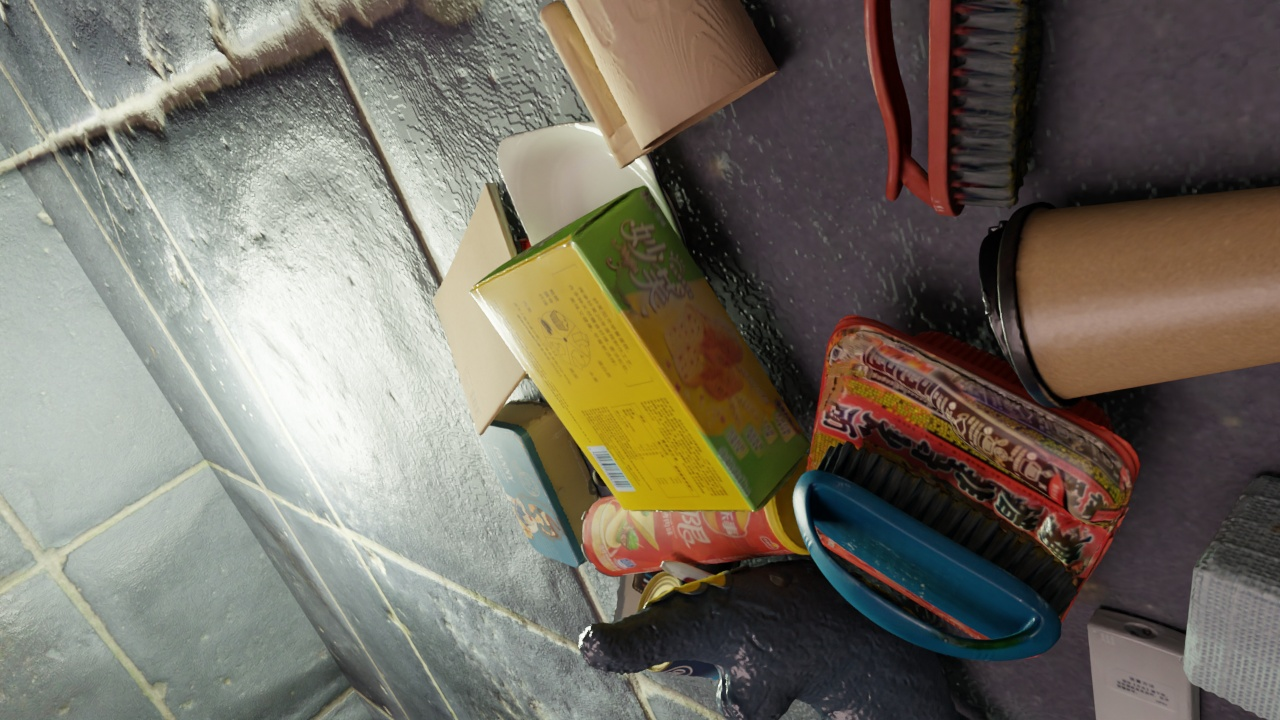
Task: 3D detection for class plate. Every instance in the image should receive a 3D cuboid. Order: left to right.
[{"bbox_3d":[-0.022,-0.093,0.649,0.164,0.034,0.164,9,128,46],"label":"plate"}]

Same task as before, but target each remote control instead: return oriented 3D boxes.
[{"bbox_3d":[0.304,0.210,0.552,0.056,0.019,0.135,11,129,45],"label":"remote control"}]

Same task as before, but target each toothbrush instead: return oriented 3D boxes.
[{"bbox_3d":[0.098,0.190,0.702,0.187,0.017,0.016,24,152,-13],"label":"toothbrush"}]

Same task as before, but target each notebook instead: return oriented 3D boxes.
[{"bbox_3d":[-0.138,-0.036,0.811,0.212,0.012,0.149,-46,60,57],"label":"notebook"}]

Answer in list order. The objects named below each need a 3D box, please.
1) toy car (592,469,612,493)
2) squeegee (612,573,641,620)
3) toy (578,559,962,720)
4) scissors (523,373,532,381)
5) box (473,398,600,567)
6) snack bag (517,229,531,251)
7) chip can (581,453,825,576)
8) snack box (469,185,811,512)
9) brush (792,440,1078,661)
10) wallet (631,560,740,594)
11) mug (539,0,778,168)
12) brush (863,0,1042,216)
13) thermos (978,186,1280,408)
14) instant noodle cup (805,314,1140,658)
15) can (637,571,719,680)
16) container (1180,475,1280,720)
[{"bbox_3d":[-0.032,0.061,0.806,0.056,0.037,0.122,-41,74,51],"label":"toy car"},{"bbox_3d":[0.091,0.234,0.818,0.247,0.039,0.247,23,119,27],"label":"squeegee"},{"bbox_3d":[0.132,0.216,0.644,0.356,0.137,0.092,27,144,-10],"label":"toy"},{"bbox_3d":[-0.060,0.028,0.782,0.170,0.012,0.146,-17,87,36],"label":"scissors"},{"bbox_3d":[-0.097,0.116,0.915,0.090,0.059,0.184,4,125,48],"label":"box"},{"bbox_3d":[-0.067,-0.060,0.742,0.045,0.026,0.105,-2,120,50],"label":"snack bag"},{"bbox_3d":[0.045,0.124,0.707,0.217,0.073,0.073,-22,103,46],"label":"chip can"},{"bbox_3d":[-0.004,0.004,0.624,0.158,0.069,0.210,-14,113,56],"label":"snack box"},{"bbox_3d":[0.137,0.102,0.460,0.144,0.073,0.055,30,150,26],"label":"brush"},{"bbox_3d":[0.042,0.166,0.791,0.096,0.020,0.122,22,117,27],"label":"wallet"},{"bbox_3d":[0.001,-0.174,0.502,0.125,0.084,0.103,-18,104,55],"label":"mug"},{"bbox_3d":[0.135,-0.130,0.399,0.069,0.063,0.146,12,133,30],"label":"brush"},{"bbox_3d":[0.218,-0.030,0.376,0.144,0.092,0.093,-9,114,45],"label":"thermos"},{"bbox_3d":[0.179,0.064,0.513,0.164,0.078,0.189,31,140,29],"label":"instant noodle cup"},{"bbox_3d":[0.061,0.213,0.725,0.111,0.075,0.075,17,157,-25],"label":"can"},{"bbox_3d":[0.310,0.114,0.396,0.111,0.089,0.090,20,135,45],"label":"container"}]
